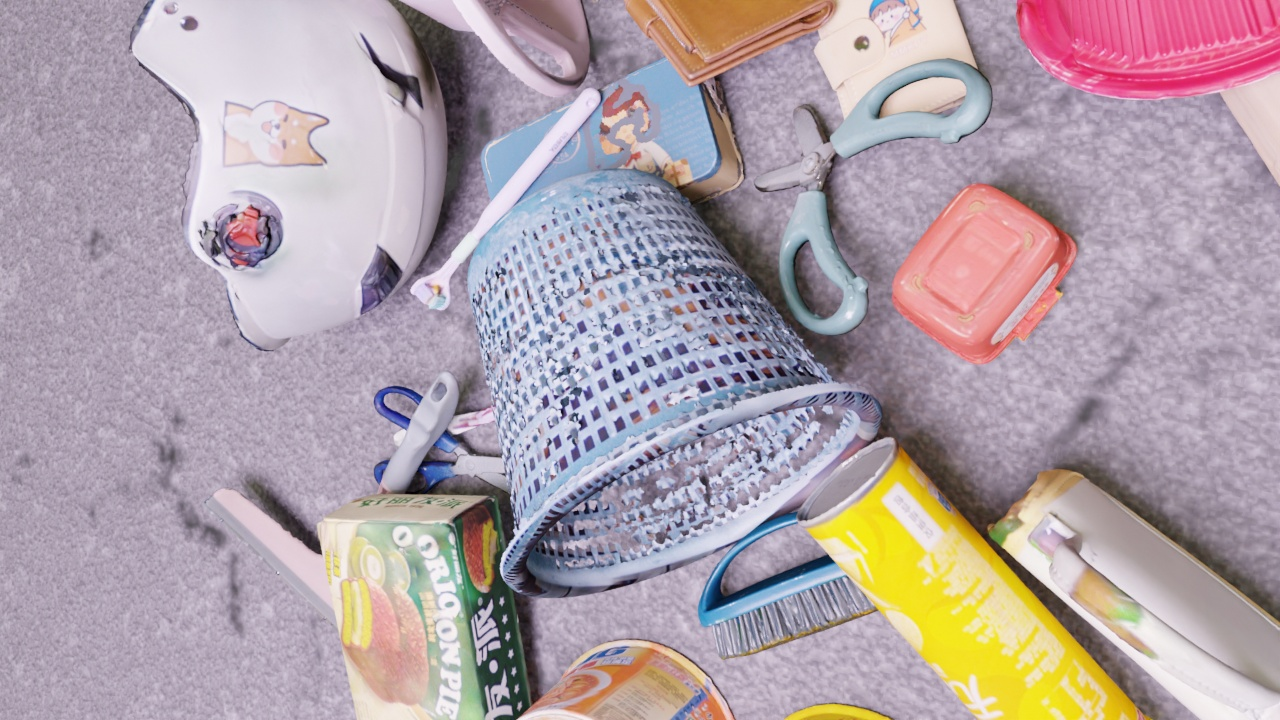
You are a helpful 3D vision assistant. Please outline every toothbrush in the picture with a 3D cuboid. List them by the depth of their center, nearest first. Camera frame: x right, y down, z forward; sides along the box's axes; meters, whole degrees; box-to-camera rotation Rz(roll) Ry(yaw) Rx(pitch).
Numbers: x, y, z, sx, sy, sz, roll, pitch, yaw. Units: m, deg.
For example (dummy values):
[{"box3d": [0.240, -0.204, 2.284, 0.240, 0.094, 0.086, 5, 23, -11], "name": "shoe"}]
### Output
[{"box3d": [-0.090, -0.108, 0.619, 0.189, 0.029, 0.021, -47, 33, 17], "name": "toothbrush"}, {"box3d": [-0.114, 0.040, 0.692, 0.188, 0.017, 0.016, -16, 100, 26], "name": "toothbrush"}]

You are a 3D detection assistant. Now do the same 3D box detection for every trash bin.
[{"box3d": [-0.003, 0.003, 0.548, 0.227, 0.226, 0.195, -35, 63, 20], "name": "trash bin"}]

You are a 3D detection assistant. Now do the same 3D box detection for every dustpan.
[{"box3d": [-0.099, -0.313, 0.587, 0.139, 0.222, 0.273, 10, 98, 23], "name": "dustpan"}]

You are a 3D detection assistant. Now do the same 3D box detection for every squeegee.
[{"box3d": [-0.192, 0.099, 0.697, 0.247, 0.040, 0.250, 40, 115, 10], "name": "squeegee"}]

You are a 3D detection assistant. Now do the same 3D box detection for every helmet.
[{"box3d": [-0.213, -0.148, 0.644, 0.157, 0.229, 0.274, -6, 110, 1], "name": "helmet"}]

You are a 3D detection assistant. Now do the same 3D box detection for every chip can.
[{"box3d": [0.180, 0.142, 0.489, 0.072, 0.072, 0.213, -42, 90, 18], "name": "chip can"}]

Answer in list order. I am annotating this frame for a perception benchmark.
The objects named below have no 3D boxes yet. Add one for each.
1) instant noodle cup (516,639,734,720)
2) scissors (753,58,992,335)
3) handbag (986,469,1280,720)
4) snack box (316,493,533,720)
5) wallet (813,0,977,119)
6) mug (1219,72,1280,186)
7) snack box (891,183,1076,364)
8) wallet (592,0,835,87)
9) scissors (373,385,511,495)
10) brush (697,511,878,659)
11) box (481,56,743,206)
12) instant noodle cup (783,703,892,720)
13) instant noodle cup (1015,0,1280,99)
[{"box3d": [-0.022, 0.269, 0.590, 0.152, 0.111, 0.151, -1, 88, 25], "name": "instant noodle cup"}, {"box3d": [0.133, -0.108, 0.533, 0.180, 0.019, 0.170, -36, 48, 40], "name": "scissors"}, {"box3d": [0.246, 0.119, 0.433, 0.163, 0.178, 0.063, 42, 100, 21], "name": "handbag"}, {"box3d": [-0.145, 0.215, 0.647, 0.115, 0.063, 0.240, -4, 101, 25], "name": "snack box"}, {"box3d": [0.151, -0.201, 0.568, 0.087, 0.024, 0.115, -20, 83, 26], "name": "wallet"}, {"box3d": [0.365, -0.122, 0.442, 0.124, 0.084, 0.103, -24, 76, -2], "name": "mug"}, {"box3d": [0.191, -0.049, 0.515, 0.082, 0.080, 0.091, 40, 104, 20], "name": "snack box"}, {"box3d": [0.038, -0.239, 0.582, 0.119, 0.035, 0.130, -29, 64, -5], "name": "wallet"}, {"box3d": [-0.141, 0.081, 0.697, 0.165, 0.012, 0.157, 47, 119, 4], "name": "scissors"}, {"box3d": [0.098, 0.132, 0.567, 0.144, 0.055, 0.073, -26, 81, 22], "name": "brush"}, {"box3d": [-0.026, -0.132, 0.630, 0.185, 0.059, 0.089, -20, 80, 22], "name": "box"}, {"box3d": [0.110, 0.284, 0.529, 0.138, 0.109, 0.138, -1, 87, 24], "name": "instant noodle cup"}, {"box3d": [0.273, -0.224, 0.444, 0.194, 0.066, 0.193, -23, 50, 30], "name": "instant noodle cup"}]
